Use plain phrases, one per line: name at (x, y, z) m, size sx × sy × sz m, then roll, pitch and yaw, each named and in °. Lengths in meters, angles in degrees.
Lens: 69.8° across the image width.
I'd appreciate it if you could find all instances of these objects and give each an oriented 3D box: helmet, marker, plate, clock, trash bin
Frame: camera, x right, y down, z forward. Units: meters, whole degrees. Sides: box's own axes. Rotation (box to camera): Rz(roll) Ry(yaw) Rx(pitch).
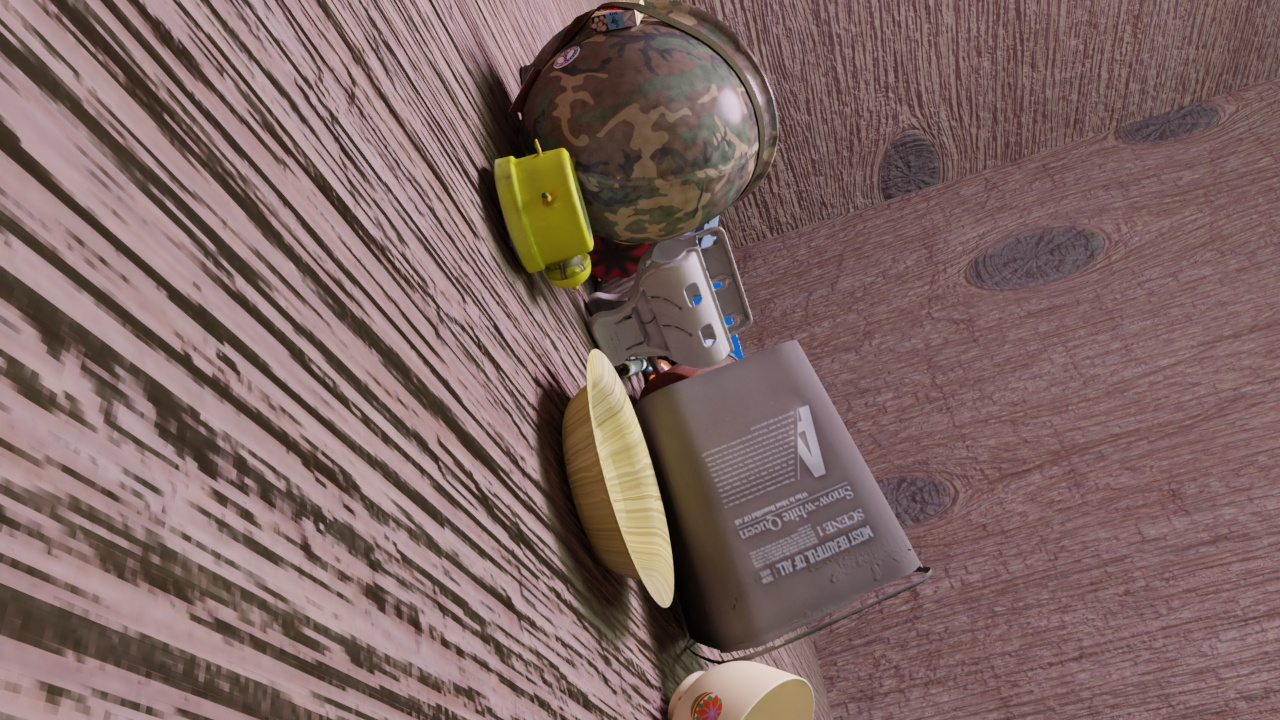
helmet at (0.001, -0.199, 0.767) m, size 0.235 × 0.224 × 0.193 m, roll -41°, pitch 140°, yaw -43°
marker at (-0.006, 0.006, 0.969) m, size 0.146 × 0.017 × 0.017 m, roll -20°, pitch 93°, yaw -82°
plate at (-0.022, 0.086, 0.646) m, size 0.184 × 0.036 × 0.184 m, roll -16°, pitch 89°, yaw -82°
clock at (-0.067, -0.100, 0.658) m, size 0.119 × 0.057 × 0.083 m, roll 73°, pitch 2°, yaw -61°
trash bin at (0.101, 0.119, 0.809) m, size 0.198 × 0.197 × 0.220 m, roll 124°, pitch -55°, yaw -75°

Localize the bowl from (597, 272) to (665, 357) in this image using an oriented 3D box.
bowl at (-0.003, -0.053, 0.946) m, size 0.115 × 0.062 × 0.115 m, roll -16°, pitch 89°, yaw -82°

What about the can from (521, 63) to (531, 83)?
can at (-0.066, -0.255, 0.896) m, size 0.089 × 0.075 × 0.090 m, roll -16°, pitch 89°, yaw -80°

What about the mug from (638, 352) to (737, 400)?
mug at (0.048, 0.030, 0.974) m, size 0.123 × 0.096 × 0.110 m, roll 45°, pitch 24°, yaw 10°

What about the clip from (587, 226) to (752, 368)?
clip at (0.025, -0.043, 0.838) m, size 0.089 × 0.150 × 0.125 m, roll -114°, pitch -179°, yaw -54°

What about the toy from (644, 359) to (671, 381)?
toy at (0.027, 0.045, 1.054) m, size 0.090 × 0.071 × 0.102 m, roll 61°, pitch 31°, yaw 3°

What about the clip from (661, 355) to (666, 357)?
clip at (0.015, -0.023, 1.113) m, size 0.025 × 0.049 × 0.061 m, roll -94°, pitch -168°, yaw -54°

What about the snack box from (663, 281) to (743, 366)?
snack box at (0.091, 0.049, 1.167) m, size 0.196 × 0.056 × 0.238 m, roll 106°, pitch -29°, yaw -68°

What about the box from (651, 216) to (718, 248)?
box at (0.005, -0.153, 0.940) m, size 0.210 × 0.052 × 0.067 m, roll 29°, pitch -64°, yaw 56°

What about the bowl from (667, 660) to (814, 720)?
bowl at (0.062, 0.268, 0.673) m, size 0.074 × 0.117 × 0.118 m, roll 23°, pitch -32°, yaw 41°

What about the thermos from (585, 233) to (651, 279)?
thermos at (-0.038, -0.184, 0.938) m, size 0.073 × 0.073 × 0.239 m, roll 64°, pitch 12°, yaw -46°
